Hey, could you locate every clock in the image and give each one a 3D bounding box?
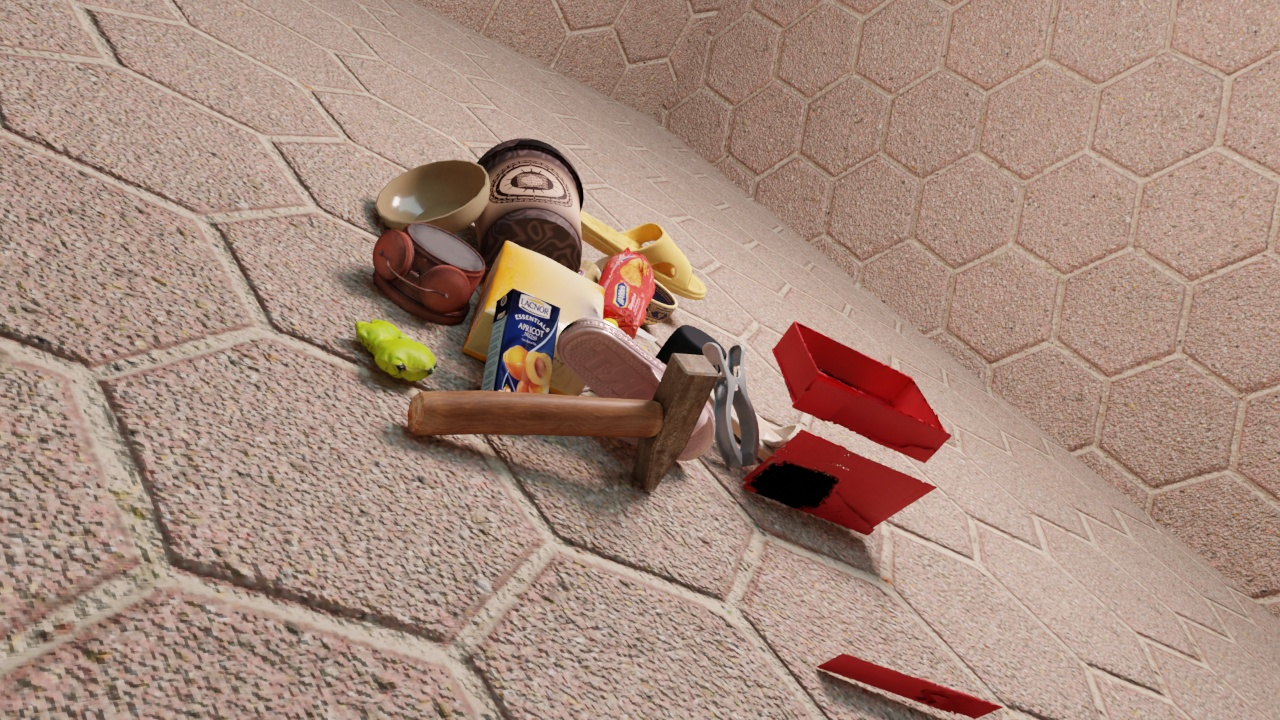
[{"bbox_3d":[-0.243,-0.100,1.056,0.120,0.072,0.157,34,18,0],"label":"clock"}]

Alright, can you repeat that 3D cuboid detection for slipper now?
[{"bbox_3d":[0.194,0.114,1.267,0.263,0.052,0.114,41,20,18],"label":"slipper"},{"bbox_3d":[0.000,0.047,1.008,0.239,0.094,0.064,44,33,-31],"label":"slipper"},{"bbox_3d":[0.005,-0.189,1.500,0.263,0.078,0.099,26,19,-21],"label":"slipper"}]

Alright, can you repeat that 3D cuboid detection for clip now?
[{"bbox_3d":[0.129,0.057,1.194,0.112,0.028,0.163,0,79,-53],"label":"clip"},{"bbox_3d":[-0.027,-0.041,1.316,0.102,0.056,0.056,31,-5,-4],"label":"clip"}]

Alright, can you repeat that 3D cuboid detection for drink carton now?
[{"bbox_3d":[-0.125,-0.005,0.958,0.064,0.040,0.129,22,60,-31],"label":"drink carton"}]

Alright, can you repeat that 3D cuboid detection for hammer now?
[{"bbox_3d":[-0.079,0.060,0.893,0.300,0.158,0.037,4,33,-31],"label":"hammer"}]

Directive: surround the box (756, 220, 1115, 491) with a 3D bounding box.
[{"bbox_3d":[0.328,-0.022,1.102,0.217,0.352,0.197,22,31,-19],"label":"box"}]

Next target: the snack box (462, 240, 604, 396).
[{"bbox_3d":[-0.117,-0.057,1.100,0.145,0.081,0.195,26,28,-15],"label":"snack box"}]

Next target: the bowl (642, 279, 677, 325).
[{"bbox_3d":[-0.005,-0.092,1.431,0.112,0.061,0.112,29,20,-12],"label":"bowl"}]

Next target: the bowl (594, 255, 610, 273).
[{"bbox_3d":[-0.028,-0.137,1.520,0.114,0.051,0.114,29,20,-12],"label":"bowl"}]

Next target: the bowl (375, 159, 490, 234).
[{"bbox_3d":[-0.270,-0.206,1.221,0.152,0.050,0.152,-7,42,6],"label":"bowl"}]

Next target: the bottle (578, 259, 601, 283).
[{"bbox_3d":[-0.093,-0.096,1.306,0.059,0.060,0.165,31,21,-7],"label":"bottle"}]

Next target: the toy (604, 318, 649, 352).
[{"bbox_3d":[-0.007,0.007,1.163,0.131,0.097,0.124,19,1,44],"label":"toy"}]

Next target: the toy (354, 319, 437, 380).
[{"bbox_3d":[-0.241,-0.010,0.903,0.093,0.036,0.094,30,12,5],"label":"toy"}]

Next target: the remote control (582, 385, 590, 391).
[{"bbox_3d":[-0.110,-0.007,1.134,0.131,0.012,0.033,40,20,16],"label":"remote control"}]

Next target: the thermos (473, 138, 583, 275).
[{"bbox_3d":[-0.158,-0.195,1.293,0.172,0.173,0.225,24,28,-25],"label":"thermos"}]

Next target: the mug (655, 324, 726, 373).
[{"bbox_3d":[0.065,0.018,1.227,0.085,0.095,0.121,25,21,-23],"label":"mug"}]

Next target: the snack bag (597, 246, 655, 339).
[{"bbox_3d":[-0.028,-0.081,1.282,0.082,0.083,0.176,30,41,-11],"label":"snack bag"}]
